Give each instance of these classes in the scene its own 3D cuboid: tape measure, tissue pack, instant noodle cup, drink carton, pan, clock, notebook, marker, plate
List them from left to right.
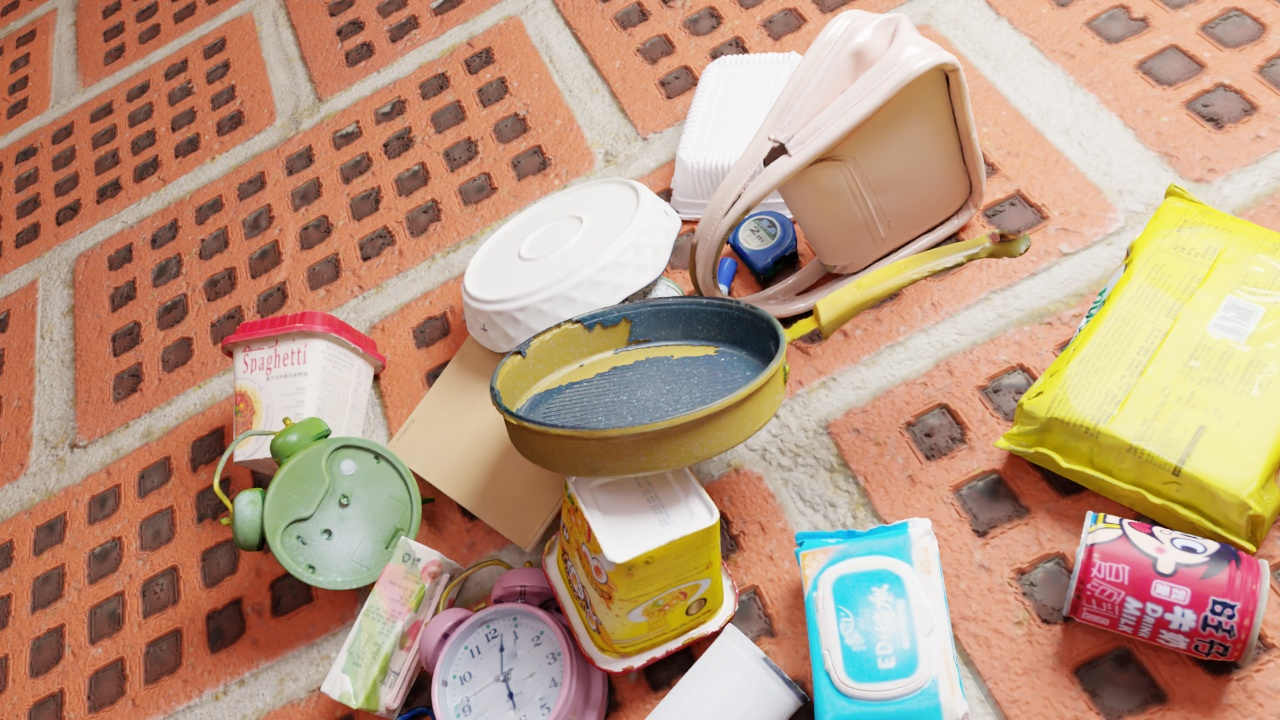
[{"bbox_3d":[-0.297,0.035,0.805,0.116,0.116,0.124,-9,68,16],"label":"instant noodle cup"},{"bbox_3d":[-0.249,0.111,0.716,0.056,0.161,0.116,-20,40,63],"label":"clock"},{"bbox_3d":[-0.179,0.200,0.684,0.045,0.053,0.122,13,66,27],"label":"drink carton"},{"bbox_3d":[-0.108,0.047,0.733,0.212,0.012,0.149,22,74,44],"label":"notebook"},{"bbox_3d":[-0.093,0.210,0.640,0.117,0.060,0.158,-31,52,0],"label":"clock"},{"bbox_3d":[-0.066,-0.090,0.783,0.205,0.045,0.204,-21,32,14],"label":"plate"},{"bbox_3d":[0.000,0.122,0.603,0.116,0.124,0.116,-19,51,-18],"label":"instant noodle cup"},{"bbox_3d":[0.053,-0.022,0.756,0.017,0.017,0.145,8,63,25],"label":"marker"},{"bbox_3d":[0.097,-0.211,0.832,0.138,0.060,0.173,5,60,24],"label":"instant noodle cup"},{"bbox_3d":[0.075,-0.018,0.603,0.357,0.078,0.197,-10,25,3],"label":"pan"},{"bbox_3d":[0.106,-0.099,0.778,0.054,0.025,0.058,-34,57,-4],"label":"tape measure"},{"bbox_3d":[0.147,0.168,0.569,0.090,0.063,0.139,-10,56,15],"label":"tissue pack"}]

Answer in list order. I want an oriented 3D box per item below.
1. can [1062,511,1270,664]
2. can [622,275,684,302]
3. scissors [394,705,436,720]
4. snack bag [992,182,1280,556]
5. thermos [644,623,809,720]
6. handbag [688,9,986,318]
[{"bbox_3d":[0.301,0.131,0.530,0.094,0.066,0.066,13,65,28],"label":"can"},{"bbox_3d":[-0.004,0.004,0.735,0.058,0.058,0.146,2,60,22],"label":"can"},{"bbox_3d":[-0.189,0.324,0.635,0.162,0.012,0.173,31,75,33],"label":"scissors"},{"bbox_3d":[0.363,-0.003,0.591,0.158,0.068,0.246,29,72,33],"label":"snack bag"},{"bbox_3d":[0.002,0.266,0.562,0.224,0.073,0.073,-45,55,-10],"label":"thermos"},{"bbox_3d":[0.137,-0.121,0.689,0.234,0.193,0.093,-42,51,5],"label":"handbag"}]
